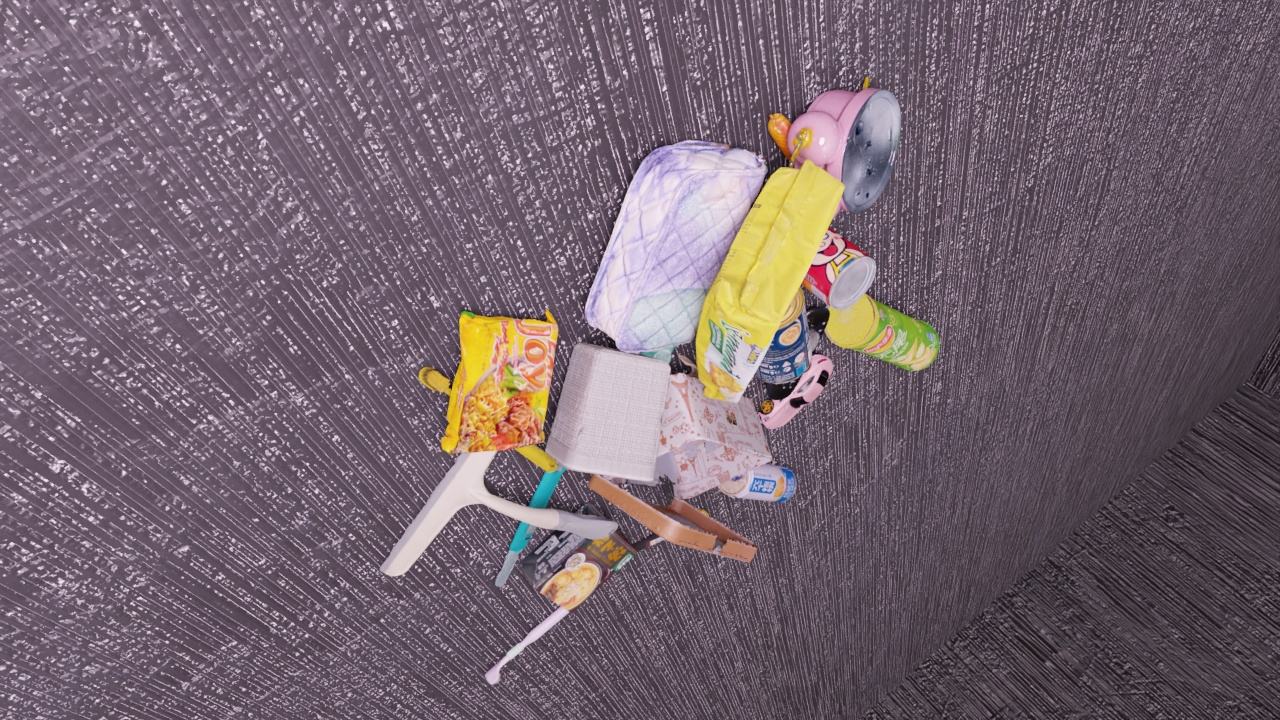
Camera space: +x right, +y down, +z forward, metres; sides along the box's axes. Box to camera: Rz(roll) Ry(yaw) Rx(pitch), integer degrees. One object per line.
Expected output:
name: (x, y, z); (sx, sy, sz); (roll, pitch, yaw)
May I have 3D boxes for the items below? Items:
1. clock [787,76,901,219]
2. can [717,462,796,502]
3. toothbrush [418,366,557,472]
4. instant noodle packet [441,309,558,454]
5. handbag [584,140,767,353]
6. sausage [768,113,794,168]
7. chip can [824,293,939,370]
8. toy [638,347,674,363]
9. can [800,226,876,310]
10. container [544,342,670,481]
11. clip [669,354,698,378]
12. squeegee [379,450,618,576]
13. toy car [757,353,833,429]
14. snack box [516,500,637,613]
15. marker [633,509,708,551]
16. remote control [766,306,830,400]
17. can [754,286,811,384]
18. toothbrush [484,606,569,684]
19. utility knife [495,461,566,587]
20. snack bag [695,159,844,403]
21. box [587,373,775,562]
clock: (0.187, -0.196, 0.878); (0.158, 0.060, 0.117); (-41, 138, -34)
can: (0.159, 0.165, 1.257); (0.134, 0.053, 0.053); (16, 114, -51)
toothbrush: (-0.136, 0.059, 0.852); (0.190, 0.017, 0.015); (44, 69, -43)
instant noodle packet: (-0.120, 0.017, 0.812); (0.110, 0.044, 0.128); (-1, 103, -49)
handbag: (0.031, -0.104, 0.837); (0.134, 0.075, 0.194); (-11, 135, -46)
sausage: (0.161, -0.199, 0.914); (0.021, 0.021, 0.165); (-48, 145, 5)
chip can: (0.319, -0.035, 1.195); (0.221, 0.072, 0.073); (13, 116, -51)
toy: (-0.006, 0.006, 0.954); (0.091, 0.030, 0.097); (-23, 147, -20)
can: (0.195, -0.106, 0.980); (0.066, 0.094, 0.067); (-26, 141, -24)
container: (-0.029, 0.047, 0.879); (0.090, 0.090, 0.114); (11, 92, -23)
clip: (0.065, 0.034, 1.048); (0.104, 0.035, 0.084); (0, 125, -39)
squeegee: (-0.104, 0.162, 0.968); (0.246, 0.039, 0.247); (26, 106, -43)
toy car: (0.204, 0.043, 1.193); (0.122, 0.037, 0.056); (-50, 143, 9)
snack box: (-0.072, 0.241, 1.115); (0.113, 0.053, 0.125); (-42, 140, -3)
marker: (0.038, 0.231, 1.240); (0.123, 0.015, 0.018); (-22, 138, -24)
remote control: (0.190, -0.011, 1.131); (0.053, 0.024, 0.137); (1, 123, -35)
can: (0.150, -0.032, 1.026); (0.075, 0.075, 0.111); (-37, 144, -10)
toothbrush: (-0.125, 0.351, 1.195); (0.189, 0.029, 0.021); (-41, 107, -6)
utility knife: (-0.122, 0.181, 1.028); (0.029, 0.013, 0.208); (0, 126, -45)
snack bag: (0.108, -0.066, 0.851); (0.157, 0.068, 0.247); (-62, 174, -19)
box: (0.049, 0.136, 0.987); (0.153, 0.178, 0.182); (-31, 151, 26)
